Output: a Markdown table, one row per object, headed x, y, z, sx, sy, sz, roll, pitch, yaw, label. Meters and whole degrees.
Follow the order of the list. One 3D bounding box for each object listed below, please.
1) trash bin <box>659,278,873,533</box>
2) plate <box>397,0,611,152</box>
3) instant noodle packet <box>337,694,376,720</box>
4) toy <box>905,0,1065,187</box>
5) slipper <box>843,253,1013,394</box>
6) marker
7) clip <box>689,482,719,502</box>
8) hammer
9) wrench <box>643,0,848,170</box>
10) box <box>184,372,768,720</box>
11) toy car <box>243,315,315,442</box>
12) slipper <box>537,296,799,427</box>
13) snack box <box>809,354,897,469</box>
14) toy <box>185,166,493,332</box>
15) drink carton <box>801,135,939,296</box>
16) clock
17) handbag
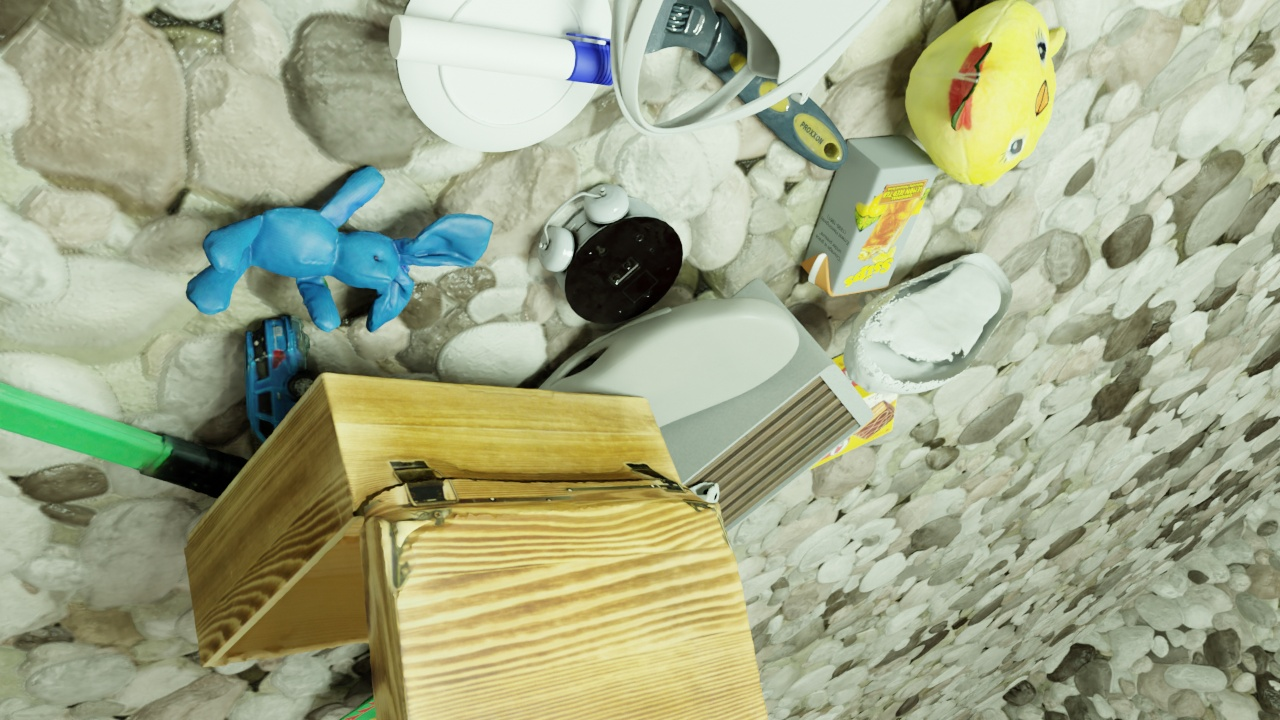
| x | y | z | sx | sy | sz | roll | pitch | yaw | label |
| --- | --- | --- | --- | --- | --- | --- | --- | --- | --- |
| 0.067 | 0.061 | 0.811 | 0.229 | 0.114 | 0.114 | -40 | 141 | 8 | trash bin |
| -0.076 | -0.182 | 0.546 | 0.134 | 0.011 | 0.135 | -19 | 139 | -18 | plate |
| -0.168 | 0.340 | 0.946 | 0.196 | 0.090 | 0.252 | -37 | 147 | 27 | instant noodle packet |
| 0.273 | -0.201 | 0.707 | 0.207 | 0.092 | 0.134 | 0 | 111 | -45 | toy |
| 0.256 | -0.033 | 0.832 | 0.246 | 0.112 | 0.075 | -29 | 157 | -44 | slipper |
| -0.074 | -0.177 | 0.523 | 0.133 | 0.023 | 0.027 | -3 | 111 | -32 | marker |
| 0.038 | 0.124 | 0.745 | 0.058 | 0.052 | 0.102 | 0 | 139 | 5 | clip |
| -0.328 | 0.062 | 0.611 | 0.130 | 0.032 | 0.318 | -43 | 140 | 11 | hammer |
| 0.070 | -0.198 | 0.621 | 0.273 | 0.022 | 0.073 | 25 | 108 | -45 | wrench |
| -0.084 | 0.193 | 0.595 | 0.278 | 0.334 | 0.287 | 8 | 139 | -44 | box |
| -0.242 | 0.026 | 0.617 | 0.043 | 0.056 | 0.120 | -6 | 131 | -21 | toy car |
| -0.004 | 0.004 | 0.749 | 0.266 | 0.080 | 0.113 | -30 | 138 | 23 | slipper |
| 0.198 | 0.048 | 0.930 | 0.105 | 0.061 | 0.084 | -23 | 140 | -12 | snack box |
| -0.187 | -0.057 | 0.558 | 0.176 | 0.071 | 0.113 | -5 | 136 | -45 | toy |
| 0.189 | -0.118 | 0.762 | 0.076 | 0.048 | 0.125 | -10 | 136 | -26 | drink carton |
| -0.024 | -0.079 | 0.669 | 0.094 | 0.035 | 0.122 | -41 | 140 | 9 | clock |
| 0.074 | -0.218 | 0.533 | 0.215 | 0.095 | 0.223 | 23 | 109 | -44 | handbag |
